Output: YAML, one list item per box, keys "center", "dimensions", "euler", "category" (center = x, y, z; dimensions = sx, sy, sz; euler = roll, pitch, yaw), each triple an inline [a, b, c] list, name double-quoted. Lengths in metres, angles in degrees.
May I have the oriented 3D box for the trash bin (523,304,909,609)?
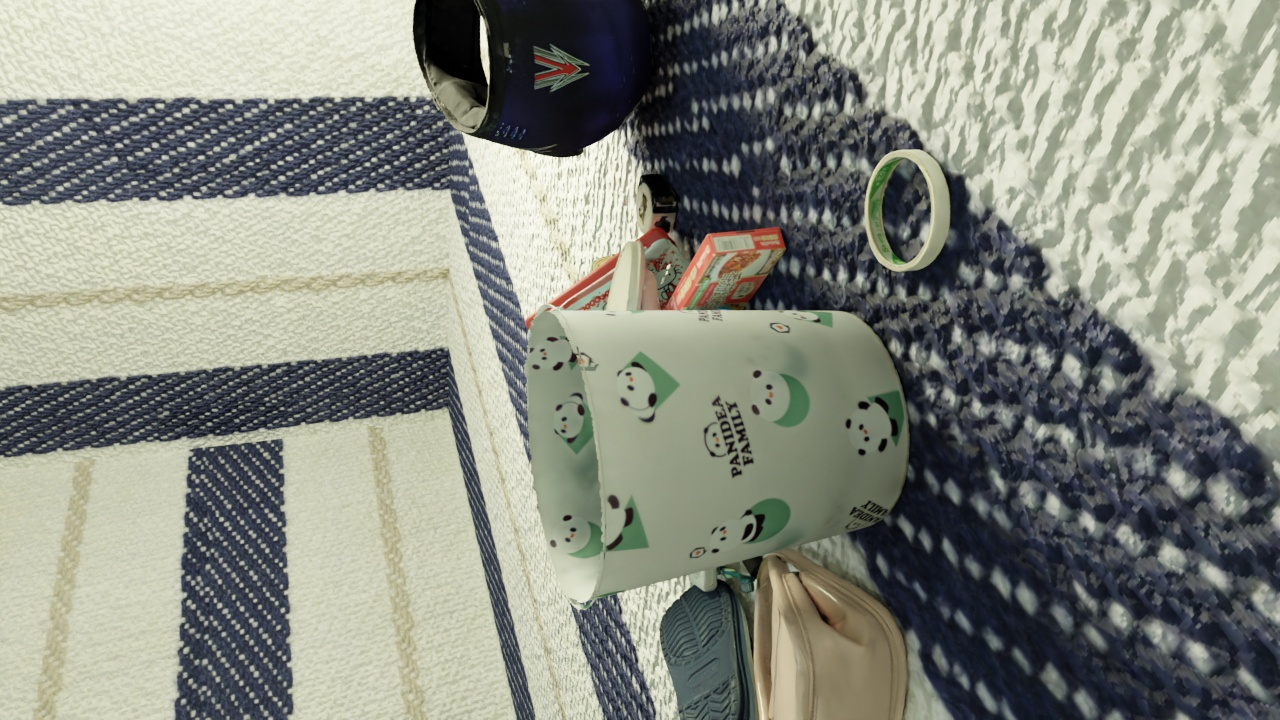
- center: [0.054, 0.059, 0.730]
  dimensions: [0.230, 0.251, 0.229]
  euler: [173, 90, -72]
  category: "trash bin"

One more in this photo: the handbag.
- center: [0.143, 0.265, 0.824]
  dimensions: [0.234, 0.093, 0.193]
  euler: [-121, 30, -68]
  category: "handbag"

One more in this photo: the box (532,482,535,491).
- center: [-0.018, 0.078, 1.156]
  dimensions: [0.184, 0.154, 0.183]
  euler: [-66, 0, -57]
  category: "box"

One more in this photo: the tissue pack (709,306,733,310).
- center: [0.052, -0.018, 0.872]
  dimensions: [0.095, 0.157, 0.052]
  euler: [-155, 54, -73]
  category: "tissue pack"

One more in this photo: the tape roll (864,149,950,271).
- center: [0.188, -0.106, 0.653]
  dimensions: [0.086, 0.014, 0.086]
  euler: [174, 90, -72]
  category: "tape roll"

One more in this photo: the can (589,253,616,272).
- center: [-0.035, -0.078, 1.239]
  dimensions: [0.075, 0.075, 0.111]
  euler: [-117, 28, -48]
  category: "can"

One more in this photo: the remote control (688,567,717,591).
- center: [0.069, 0.189, 1.019]
  dimensions: [0.049, 0.024, 0.125]
  euler: [-173, 82, -72]
  category: "remote control"

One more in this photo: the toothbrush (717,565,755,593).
- center: [0.095, 0.235, 0.999]
  dimensions: [0.192, 0.016, 0.018]
  euler: [139, 123, -78]
  category: "toothbrush"

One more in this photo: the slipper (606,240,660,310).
- center: [-0.006, 0.006, 0.962]
  dimensions: [0.114, 0.054, 0.274]
  euler: [138, 137, -70]
  category: "slipper"

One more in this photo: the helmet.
- center: [-0.120, -0.385, 1.122]
  dimensions: [0.315, 0.239, 0.248]
  euler: [40, 135, 50]
  category: "helmet"

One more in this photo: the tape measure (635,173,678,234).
- center: [0.018, -0.185, 1.112]
  dimensions: [0.065, 0.033, 0.066]
  euler: [-114, 26, -47]
  category: "tape measure"

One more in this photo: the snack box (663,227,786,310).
- center: [0.079, -0.076, 0.896]
  dimensions: [0.153, 0.075, 0.025]
  euler: [120, 139, -60]
  category: "snack box"

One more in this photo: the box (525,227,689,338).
- center: [-0.029, -0.059, 1.071]
  dimensions: [0.101, 0.201, 0.095]
  euler: [57, -173, 11]
  category: "box"

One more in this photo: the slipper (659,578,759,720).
- center: [0.090, 0.330, 0.972]
  dimensions: [0.095, 0.105, 0.252]
  euler: [45, -168, -19]
  category: "slipper"

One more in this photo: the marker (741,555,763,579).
- center: [0.103, 0.185, 0.993]
  dimensions: [0.022, 0.020, 0.132]
  euler: [-69, 27, 24]
  category: "marker"
